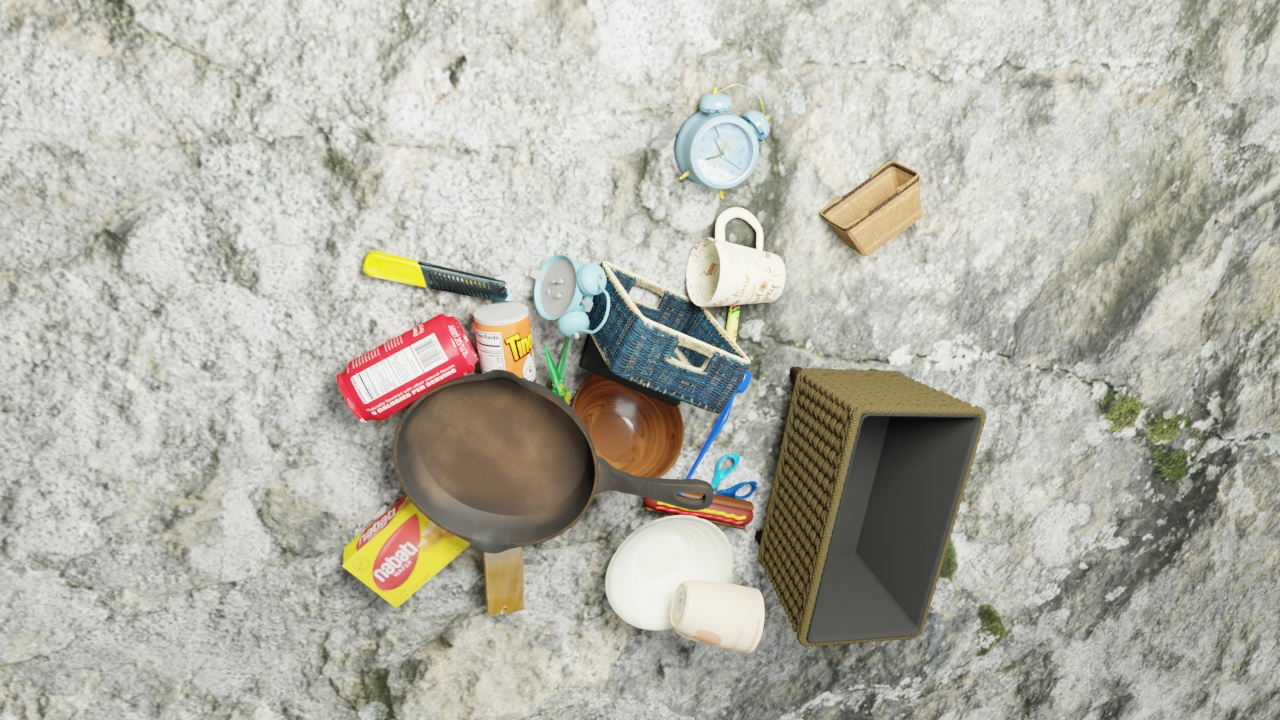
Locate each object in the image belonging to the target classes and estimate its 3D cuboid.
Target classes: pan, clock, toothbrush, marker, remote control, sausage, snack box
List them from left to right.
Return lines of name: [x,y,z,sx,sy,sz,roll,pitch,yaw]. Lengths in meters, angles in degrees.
snack box: [-0.257,0.202,1.117,0.200,0.042,0.092,-41,116,1]
pan: [-0.095,0.117,1.028,0.356,0.043,0.249,9,120,0]
clock: [-0.075,-0.072,1.017,0.042,0.123,0.087,10,110,-45]
remote control: [-0.007,0.006,1.105,0.133,0.013,0.058,24,63,-17]
sausage: [0.077,0.192,1.210,0.155,0.040,0.040,13,107,-14]
toothbrush: [0.095,0.095,1.183,0.011,0.016,0.186,28,90,-33]
clock: [0.094,-0.250,1.036,0.088,0.051,0.125,22,104,-22]
marker: [0.112,-0.018,1.158,0.014,0.014,0.132,-2,112,-17]

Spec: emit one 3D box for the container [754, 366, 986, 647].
container: [0.269,0.166,1.175,0.176,0.205,0.321,2,111,-18]

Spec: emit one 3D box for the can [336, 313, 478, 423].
can: [-0.257,0.009,1.019,0.142,0.074,0.074,-29,117,-5]

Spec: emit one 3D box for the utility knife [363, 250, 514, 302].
utility knife: [-0.220,-0.091,1.021,0.171,0.020,0.029,12,109,-20]

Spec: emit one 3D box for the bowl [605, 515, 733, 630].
bowl: [0.032,0.271,1.228,0.176,0.058,0.177,-6,113,-15]

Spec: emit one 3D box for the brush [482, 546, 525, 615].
brush: [-0.175,0.268,1.172,0.049,0.039,0.117,-6,114,-15]

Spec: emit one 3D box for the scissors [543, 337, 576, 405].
scissors: [-0.093,0.034,1.097,0.119,0.012,0.128,26,74,-59]

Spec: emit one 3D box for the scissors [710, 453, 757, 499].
scissors: [0.100,0.189,1.240,0.135,0.015,0.086,-44,116,5]

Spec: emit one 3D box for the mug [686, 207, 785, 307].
mug: [0.116,-0.122,1.095,0.097,0.081,0.122,2,84,-26]

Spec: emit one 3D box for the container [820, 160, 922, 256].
container: [0.288,-0.182,1.122,0.114,0.063,0.061,-36,125,-1]

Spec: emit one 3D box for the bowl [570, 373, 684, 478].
bowl: [-0.027,0.085,1.116,0.147,0.069,0.147,9,68,-23]

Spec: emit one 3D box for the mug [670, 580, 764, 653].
mug: [0.092,0.338,1.203,0.104,0.085,0.112,17,135,-14]

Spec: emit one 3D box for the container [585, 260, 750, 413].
container: [0.021,-0.028,1.028,0.145,0.187,0.071,21,107,-24]

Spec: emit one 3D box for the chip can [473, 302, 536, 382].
chip can: [-0.151,0.041,1.072,0.062,0.062,0.210,-10,114,-14]
